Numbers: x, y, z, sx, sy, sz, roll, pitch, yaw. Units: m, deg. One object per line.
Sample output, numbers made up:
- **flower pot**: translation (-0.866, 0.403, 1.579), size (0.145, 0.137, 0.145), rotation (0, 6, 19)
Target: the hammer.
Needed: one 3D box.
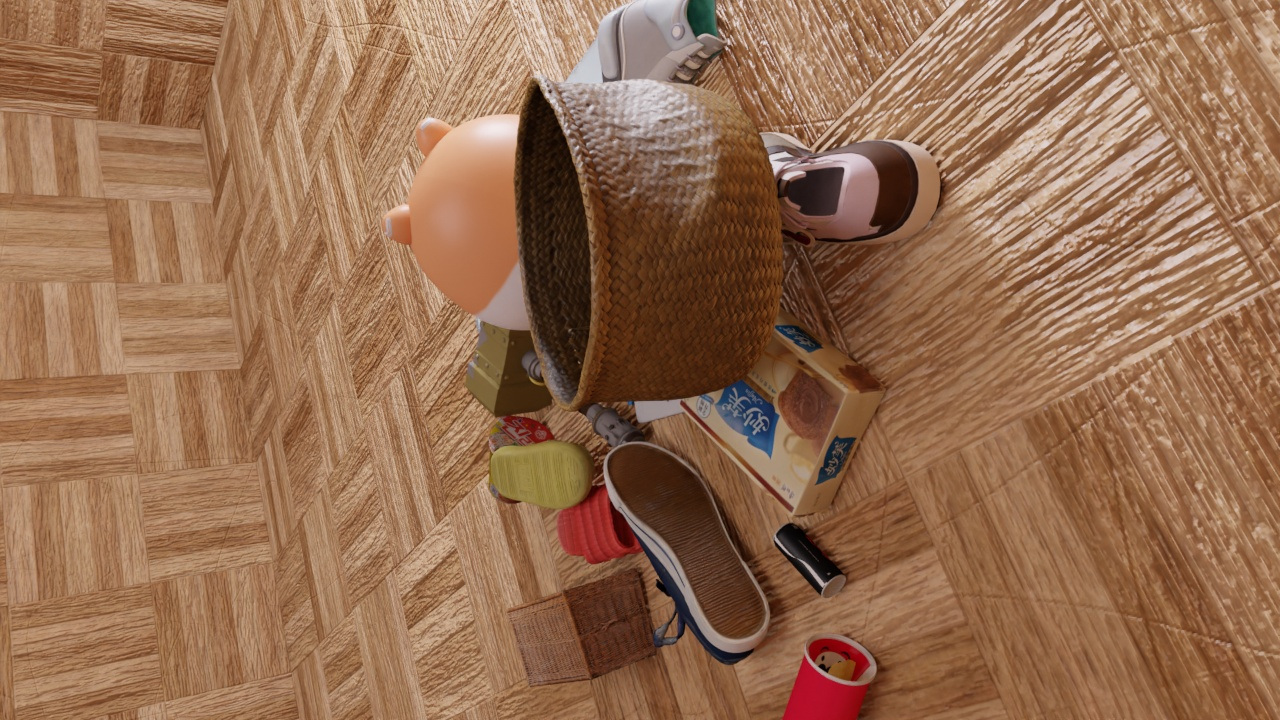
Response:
- **hammer**: translation (-0.105, 0.035, 1.252), size (0.325, 0.100, 0.190), rotation (36, 121, 41)

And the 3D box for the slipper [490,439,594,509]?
- **slipper**: translation (-0.124, 0.151, 1.250), size (0.191, 0.081, 0.091), rotation (-6, 93, 42)

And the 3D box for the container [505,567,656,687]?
- **container**: translation (-0.081, 0.358, 1.221), size (0.199, 0.113, 0.112), rotation (-32, 71, 53)

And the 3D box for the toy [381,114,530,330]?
- **toy**: translation (-0.164, -0.177, 1.142), size (0.266, 0.280, 0.262), rotation (11, 81, 67)

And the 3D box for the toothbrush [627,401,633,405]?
- **toothbrush**: translation (-0.024, -0.025, 1.196), size (0.016, 0.014, 0.166), rotation (-10, 85, 54)

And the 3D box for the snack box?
- **snack box**: translation (0.135, 0.038, 0.941), size (0.207, 0.055, 0.153), rotation (45, 127, 43)

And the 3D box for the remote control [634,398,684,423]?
- **remote control**: translation (0.037, 0.044, 1.120), size (0.147, 0.008, 0.045), rotation (-20, 76, 53)

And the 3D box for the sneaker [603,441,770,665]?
- **sneaker**: translation (0.041, 0.228, 1.069), size (0.294, 0.120, 0.127), rotation (56, 157, 33)

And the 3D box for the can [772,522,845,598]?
- **can**: translation (0.169, 0.201, 0.926), size (0.080, 0.031, 0.032), rotation (46, 128, 42)

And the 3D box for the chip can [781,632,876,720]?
- **chip can**: translation (0.168, 0.381, 0.911), size (0.069, 0.069, 0.221), rotation (37, 122, 47)

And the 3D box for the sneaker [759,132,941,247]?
- **sneaker**: translation (0.131, -0.163, 0.878), size (0.294, 0.116, 0.112), rotation (23, 111, 52)

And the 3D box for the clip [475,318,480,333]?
- **clip**: translation (-0.233, -0.073, 1.461), size (0.165, 0.031, 0.168), rotation (134, 136, -55)

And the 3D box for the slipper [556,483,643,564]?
- **slipper**: translation (-0.061, 0.220, 1.229), size (0.250, 0.059, 0.103), rotation (-30, 68, 53)

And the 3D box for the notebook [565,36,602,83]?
- **notebook**: translation (-0.073, -0.312, 1.244), size (0.254, 0.009, 0.181), rotation (-38, 62, 49)

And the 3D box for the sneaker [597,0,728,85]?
- **sneaker**: translation (0.036, -0.293, 1.038), size (0.161, 0.092, 0.256), rotation (-6, 89, 46)

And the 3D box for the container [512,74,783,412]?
- **container**: translation (0.002, -0.104, 0.863), size (0.307, 0.196, 0.307), rotation (174, 91, -73)

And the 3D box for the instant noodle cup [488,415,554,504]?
- **instant noodle cup**: translation (-0.186, 0.158, 1.378), size (0.100, 0.100, 0.113), rotation (59, 144, 34)
